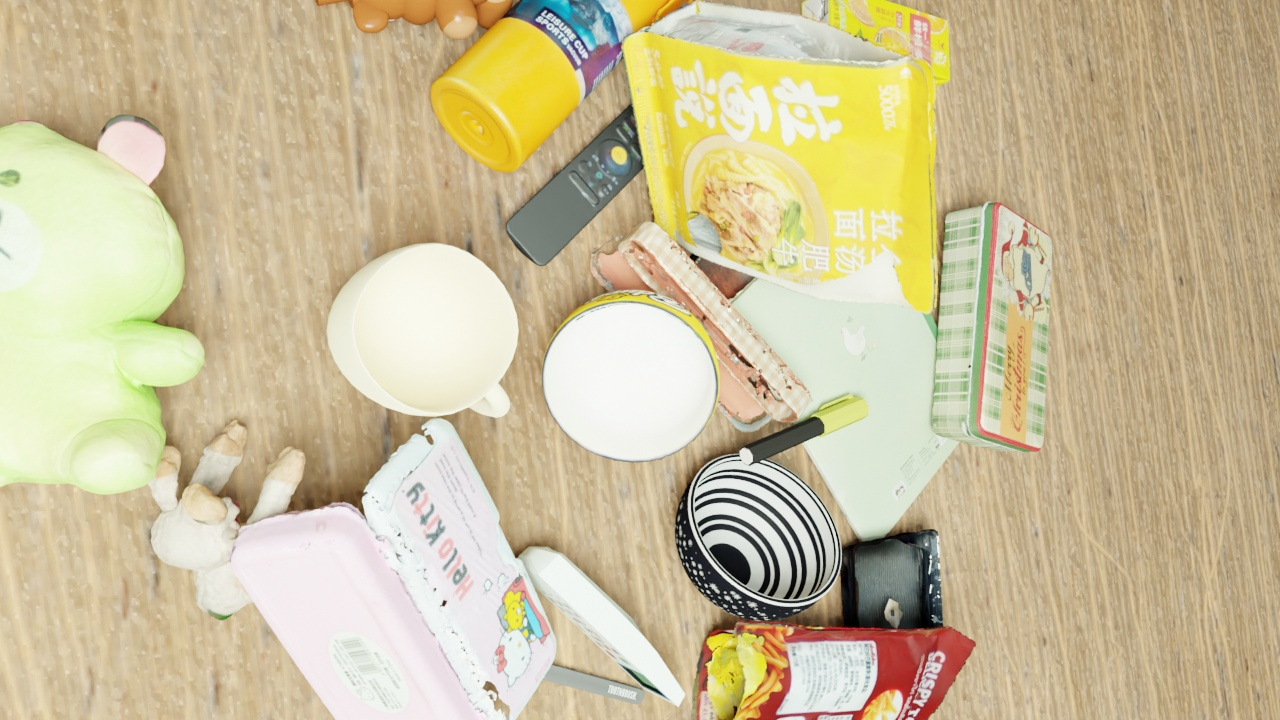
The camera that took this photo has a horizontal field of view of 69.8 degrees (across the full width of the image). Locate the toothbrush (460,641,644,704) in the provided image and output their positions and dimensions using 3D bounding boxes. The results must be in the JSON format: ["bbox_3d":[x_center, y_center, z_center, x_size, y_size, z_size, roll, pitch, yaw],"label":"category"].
[{"bbox_3d":[-0.067,0.208,0.617,0.167,0.013,0.012,25,75,-26],"label":"toothbrush"}]

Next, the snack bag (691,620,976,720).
[{"bbox_3d":[0.144,0.255,0.684,0.207,0.066,0.139,12,106,-20],"label":"snack bag"}]

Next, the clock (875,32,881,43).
[{"bbox_3d":[0.165,-0.183,0.740,0.093,0.054,0.141,35,90,-39],"label":"clock"}]

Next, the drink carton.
[{"bbox_3d":[0.204,-0.274,0.787,0.134,0.043,0.058,4,82,-27],"label":"drink carton"}]

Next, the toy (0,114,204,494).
[{"bbox_3d":[-0.302,-0.028,0.474,0.150,0.107,0.196,0,75,-5],"label":"toy"}]

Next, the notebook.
[{"bbox_3d":[0.184,0.005,0.750,0.181,0.010,0.252,-43,112,-24],"label":"notebook"}]

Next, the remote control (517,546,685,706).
[{"bbox_3d":[-0.026,0.175,0.619,0.143,0.050,0.024,47,67,-16],"label":"remote control"}]

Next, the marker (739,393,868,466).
[{"bbox_3d":[0.124,0.051,0.692,0.123,0.018,0.021,-18,69,-33],"label":"marker"}]

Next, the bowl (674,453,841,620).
[{"bbox_3d":[0.075,0.135,0.659,0.120,0.067,0.120,16,45,-17],"label":"bowl"}]

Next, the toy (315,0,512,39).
[{"bbox_3d":[-0.149,-0.247,0.599,0.127,0.065,0.095,-19,86,-19],"label":"toy"}]

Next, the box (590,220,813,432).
[{"bbox_3d":[0.043,-0.021,0.662,0.187,0.083,0.041,46,64,-14],"label":"box"}]

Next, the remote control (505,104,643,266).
[{"bbox_3d":[-0.038,-0.128,0.660,0.041,0.020,0.151,48,66,-15],"label":"remote control"}]

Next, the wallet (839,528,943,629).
[{"bbox_3d":[0.203,0.197,0.746,0.089,0.026,0.115,-4,92,-27],"label":"wallet"}]

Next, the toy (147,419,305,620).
[{"bbox_3d":[-0.226,0.096,0.511,0.074,0.085,0.106,-23,119,-57],"label":"toy"}]

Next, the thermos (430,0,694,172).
[{"bbox_3d":[-0.037,-0.229,0.639,0.091,0.076,0.232,46,67,-18],"label":"thermos"}]

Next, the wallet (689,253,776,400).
[{"bbox_3d":[0.076,-0.029,0.709,0.123,0.019,0.072,45,67,-17],"label":"wallet"}]

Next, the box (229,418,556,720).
[{"bbox_3d":[-0.124,0.149,0.519,0.146,0.077,0.202,-28,121,-15],"label":"box"}]

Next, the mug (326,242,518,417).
[{"bbox_3d":[-0.130,-0.009,0.556,0.096,0.100,0.120,-49,113,-20],"label":"mug"}]

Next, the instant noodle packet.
[{"bbox_3d":[0.095,-0.129,0.589,0.084,0.222,0.163,-32,130,-25],"label":"instant noodle packet"}]

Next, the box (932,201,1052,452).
[{"bbox_3d":[0.313,-0.026,0.804,0.117,0.051,0.205,16,78,-37],"label":"box"}]

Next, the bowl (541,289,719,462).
[{"bbox_3d":[-0.004,0.004,0.626,0.117,0.067,0.117,3,113,6],"label":"bowl"}]
